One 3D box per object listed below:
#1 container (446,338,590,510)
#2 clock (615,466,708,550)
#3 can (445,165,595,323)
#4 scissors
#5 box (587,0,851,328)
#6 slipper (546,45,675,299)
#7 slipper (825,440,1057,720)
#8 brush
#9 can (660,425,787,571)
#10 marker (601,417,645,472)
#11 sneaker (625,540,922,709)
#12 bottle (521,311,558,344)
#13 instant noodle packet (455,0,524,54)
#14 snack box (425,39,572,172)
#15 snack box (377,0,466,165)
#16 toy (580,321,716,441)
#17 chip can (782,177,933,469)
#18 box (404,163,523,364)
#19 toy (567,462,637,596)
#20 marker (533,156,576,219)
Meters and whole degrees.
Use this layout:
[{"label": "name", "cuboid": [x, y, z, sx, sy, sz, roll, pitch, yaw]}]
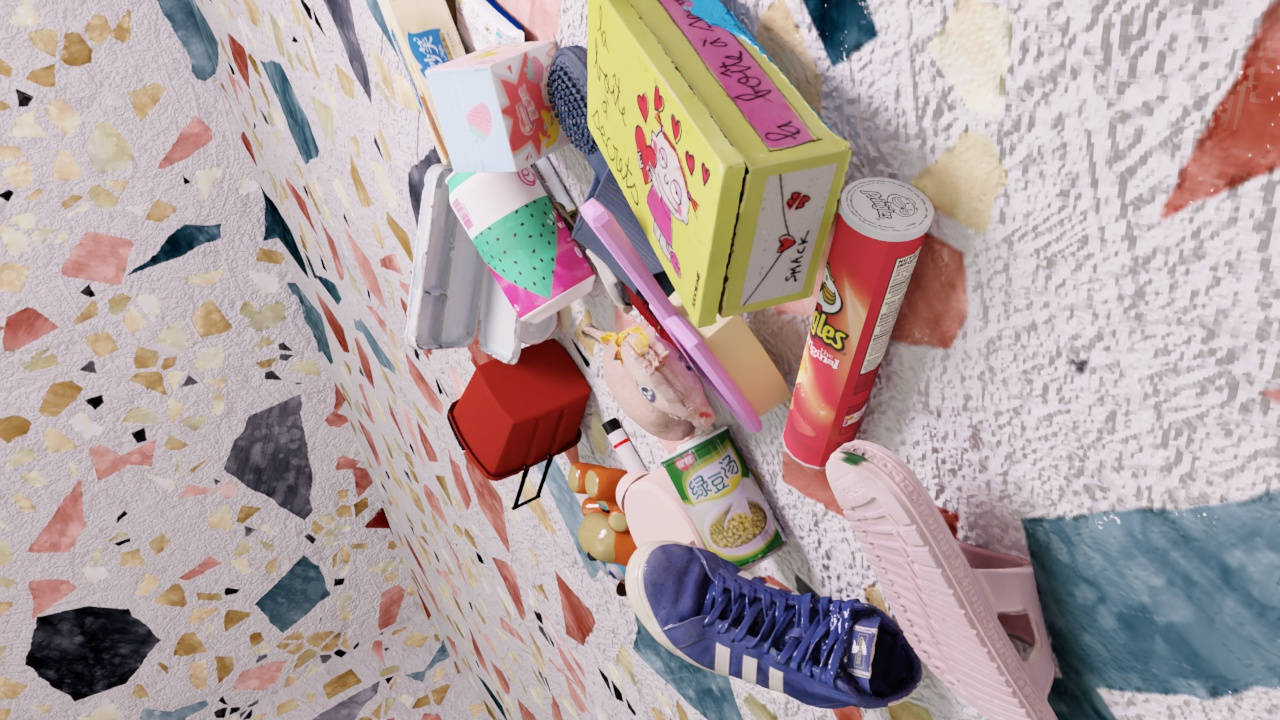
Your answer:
[{"label": "container", "cuboid": [-0.150, 0.080, 1.119, 0.127, 0.147, 0.201, 54, 144, 20]}, {"label": "clock", "cuboid": [0.032, 0.177, 0.929, 0.161, 0.086, 0.131, -9, 105, 66]}, {"label": "can", "cuboid": [-0.119, -0.124, 0.915, 0.166, 0.088, 0.088, 59, 156, -5]}, {"label": "scissors", "cuboid": [-0.022, -0.074, 0.829, 0.196, 0.015, 0.179, 47, -171, -4]}, {"label": "box", "cuboid": [0.033, -0.142, 0.575, 0.125, 0.082, 0.220, 97, 152, -50]}, {"label": "slipper", "cuboid": [-0.028, -0.134, 0.757, 0.263, 0.082, 0.101, 61, 157, 8]}, {"label": "slipper", "cuboid": [0.201, 0.139, 0.586, 0.239, 0.064, 0.094, 57, 161, -16]}, {"label": "brush", "cuboid": [0.036, -0.037, 0.657, 0.229, 0.043, 0.089, 51, 179, -38]}, {"label": "can", "cuboid": [0.073, 0.123, 0.815, 0.121, 0.067, 0.067, 62, 155, 5]}, {"label": "marker", "cuboid": [0.000, 0.131, 1.024, 0.145, 0.019, 0.019, 60, 155, 10]}, {"label": "sneaker", "cuboid": [0.109, 0.211, 0.718, 0.233, 0.091, 0.119, 33, 154, -13]}, {"label": "bottle", "cuboid": [-0.154, -0.070, 1.087, 0.137, 0.061, 0.062, 34, 142, 46]}, {"label": "instant noodle packet", "cuboid": [-0.146, -0.307, 0.889, 0.134, 0.026, 0.087, 49, 151, 31]}, {"label": "snack box", "cuboid": [-0.121, -0.225, 0.814, 0.080, 0.094, 0.093, 8, 123, 33]}, {"label": "snack box", "cuboid": [-0.216, -0.311, 0.950, 0.153, 0.055, 0.207, -155, 44, -74]}, {"label": "toy", "cuboid": [-0.005, 0.005, 0.778, 0.196, 0.065, 0.264, 44, 175, 15]}, {"label": "chip can", "cuboid": [0.133, -0.013, 0.589, 0.052, 0.051, 0.215, 47, 150, 33]}, {"label": "box", "cuboid": [-0.192, -0.106, 0.997, 0.130, 0.105, 0.211, 19, 106, 50]}, {"label": "toy", "cuboid": [-0.023, 0.195, 1.058, 0.176, 0.096, 0.112, 58, 160, -12]}, {"label": "marker", "cuboid": [-0.104, -0.205, 0.914, 0.146, 0.017, 0.017, 60, 155, 9]}]
